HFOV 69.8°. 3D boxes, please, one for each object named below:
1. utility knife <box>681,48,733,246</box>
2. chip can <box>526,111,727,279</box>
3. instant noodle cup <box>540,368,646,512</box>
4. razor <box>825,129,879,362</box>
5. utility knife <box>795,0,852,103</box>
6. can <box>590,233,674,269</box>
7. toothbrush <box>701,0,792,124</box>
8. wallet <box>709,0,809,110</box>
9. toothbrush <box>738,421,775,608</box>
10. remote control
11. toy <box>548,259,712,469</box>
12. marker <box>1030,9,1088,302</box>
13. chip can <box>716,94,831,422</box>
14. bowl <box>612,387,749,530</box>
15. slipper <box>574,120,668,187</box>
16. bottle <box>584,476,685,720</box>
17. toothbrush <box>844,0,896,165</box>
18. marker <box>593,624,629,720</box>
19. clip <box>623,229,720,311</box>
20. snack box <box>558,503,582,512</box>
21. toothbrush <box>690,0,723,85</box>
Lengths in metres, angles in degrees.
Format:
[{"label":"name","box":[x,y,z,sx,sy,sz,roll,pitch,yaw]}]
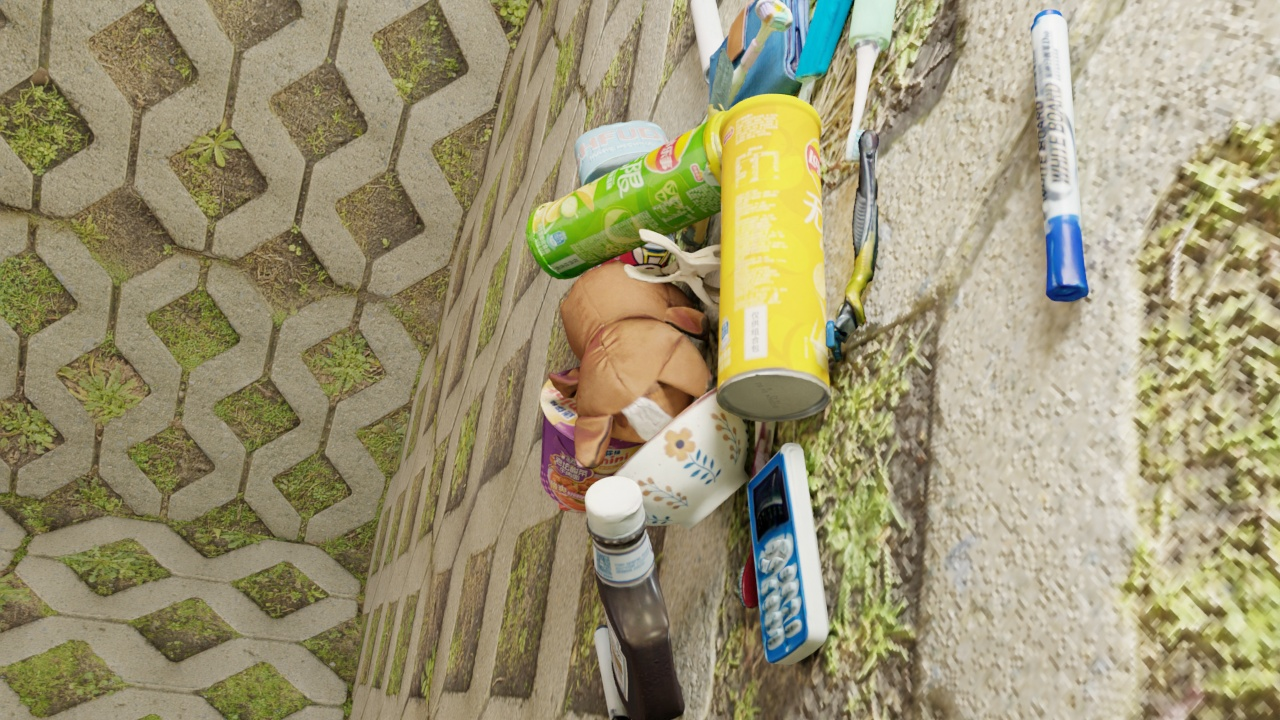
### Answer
[{"label":"utility knife","box":[0.058,-0.168,0.765,0.031,0.020,0.195,43,141,27]},{"label":"chip can","box":[-0.002,-0.130,0.763,0.222,0.072,0.072,-18,56,39]},{"label":"instant noodle cup","box":[-0.042,0.077,0.831,0.111,0.111,0.099,-103,22,-53]},{"label":"razor","box":[0.131,-0.071,0.546,0.042,0.022,0.142,40,-121,-69]},{"label":"utility knife","box":[0.133,-0.240,0.656,0.034,0.018,0.207,40,116,55]},{"label":"can","box":[-0.014,-0.091,0.910,0.066,0.066,0.094,-102,31,-52]},{"label":"toothbrush","box":[0.068,-0.212,0.736,0.020,0.029,0.190,-53,0,-32]},{"label":"wallet","box":[0.093,-0.239,0.751,0.133,0.040,0.106,145,130,-63]},{"label":"toothbrush","box":[0.079,0.069,0.611,0.017,0.016,0.187,126,152,-70]},{"label":"remote control","box":[0.087,0.113,0.542,0.049,0.024,0.124,125,151,-48]},{"label":"toy","box":[-0.004,0.004,0.741,0.140,0.130,0.199,-42,22,11]},{"label":"marker","box":[0.186,-0.095,0.408,0.017,0.017,0.145,142,138,-62]},{"label":"chip can","box":[0.086,-0.070,0.598,0.072,0.072,0.213,133,145,-56]},{"label":"bowl","box":[0.034,0.077,0.631,0.113,0.062,0.113,-39,-9,-8]},{"label":"slipper","box":[-0.016,-0.205,0.928,0.245,0.104,0.074,-102,0,-66]},{"label":"bottle","box":[-0.006,0.161,0.615,0.080,0.044,0.195,-124,21,-53]},{"label":"toothbrush","box":[0.151,-0.231,0.588,0.026,0.027,0.224,39,-120,-73]},{"label":"marker","box":[-0.023,0.274,0.763,0.130,0.018,0.023,-110,28,-58]},{"label":"clip","box":[0.047,-0.077,0.680,0.081,0.104,0.034,-51,26,23]},{"label":"snack box","box":[-0.054,0.083,0.973,0.075,0.025,0.152,150,130,-67]},{"label":"toothbrush","box":[0.065,-0.343,0.916,0.026,0.027,0.220,-26,44,23]}]
